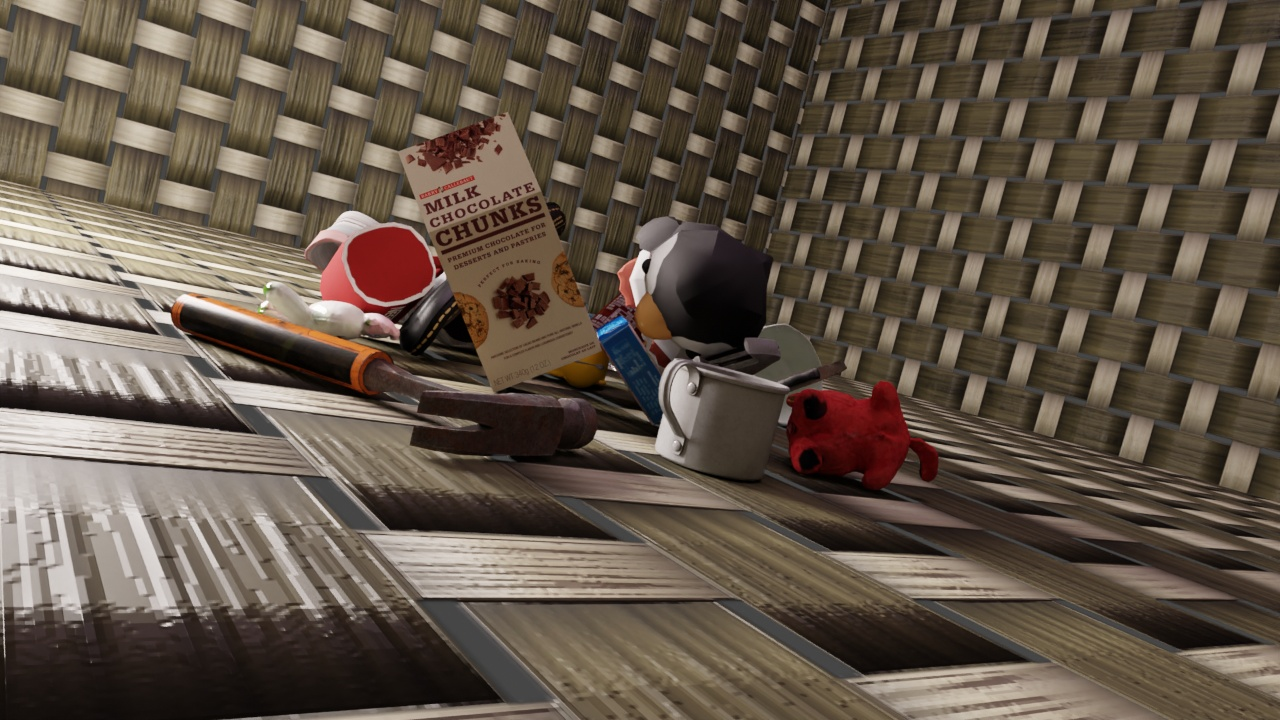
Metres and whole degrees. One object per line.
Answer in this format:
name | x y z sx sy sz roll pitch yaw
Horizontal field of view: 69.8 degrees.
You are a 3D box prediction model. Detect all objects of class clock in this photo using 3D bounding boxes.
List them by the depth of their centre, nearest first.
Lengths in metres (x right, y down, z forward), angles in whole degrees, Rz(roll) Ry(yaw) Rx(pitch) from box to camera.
clock | -0.086 -0.006 0.950 0.113 0.052 0.152 14 0 -4

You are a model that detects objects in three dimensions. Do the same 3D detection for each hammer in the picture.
hammer | -0.193 0.003 0.578 0.315 0.035 0.137 15 4 26

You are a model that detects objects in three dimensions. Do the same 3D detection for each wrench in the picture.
wrench | 0.085 0.026 0.809 0.084 0.018 0.273 -13 -16 7

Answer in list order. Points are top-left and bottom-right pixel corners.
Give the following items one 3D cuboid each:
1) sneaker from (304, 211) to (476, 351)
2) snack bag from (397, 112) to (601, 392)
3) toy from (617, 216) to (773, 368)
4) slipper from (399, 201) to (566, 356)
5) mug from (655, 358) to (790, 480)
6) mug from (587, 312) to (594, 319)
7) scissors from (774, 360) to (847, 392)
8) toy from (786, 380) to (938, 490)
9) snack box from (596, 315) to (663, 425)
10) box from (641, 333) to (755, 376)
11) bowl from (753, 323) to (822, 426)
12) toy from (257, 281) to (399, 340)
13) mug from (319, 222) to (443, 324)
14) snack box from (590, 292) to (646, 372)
sneaker | -0.257 -0.068 0.984 0.236 0.099 0.089 32 40 6
snack bag | -0.116 -0.090 0.760 0.094 0.206 0.070 -22 10 -6
toy | 0.060 -0.060 0.774 0.140 0.159 0.184 -28 1 1
slipper | -0.141 -0.077 0.921 0.076 0.113 0.267 47 41 -10
mug | 0.047 0.038 0.637 0.084 0.070 0.113 18 5 41
mug | -0.082 -0.030 1.172 0.078 0.078 0.121 17 0 36
scissors | 0.098 0.028 0.739 0.170 0.012 0.158 -19 -7 -15
toy | 0.180 0.062 0.759 0.133 0.088 0.094 15 -6 -3
snack box | -0.005 0.005 0.849 0.088 0.033 0.154 57 0 -7
box | 0.045 -0.015 0.965 0.151 0.132 0.107 13 2 -27
bowl | 0.147 0.019 1.058 0.117 0.117 0.061 12 -13 -30
toy | -0.274 -0.036 0.807 0.122 0.038 0.079 13 -10 -16
mug | -0.240 -0.082 0.886 0.116 0.080 0.097 -21 -2 -33
snack box | -0.001 -0.050 1.029 0.072 0.121 0.072 40 -20 17
